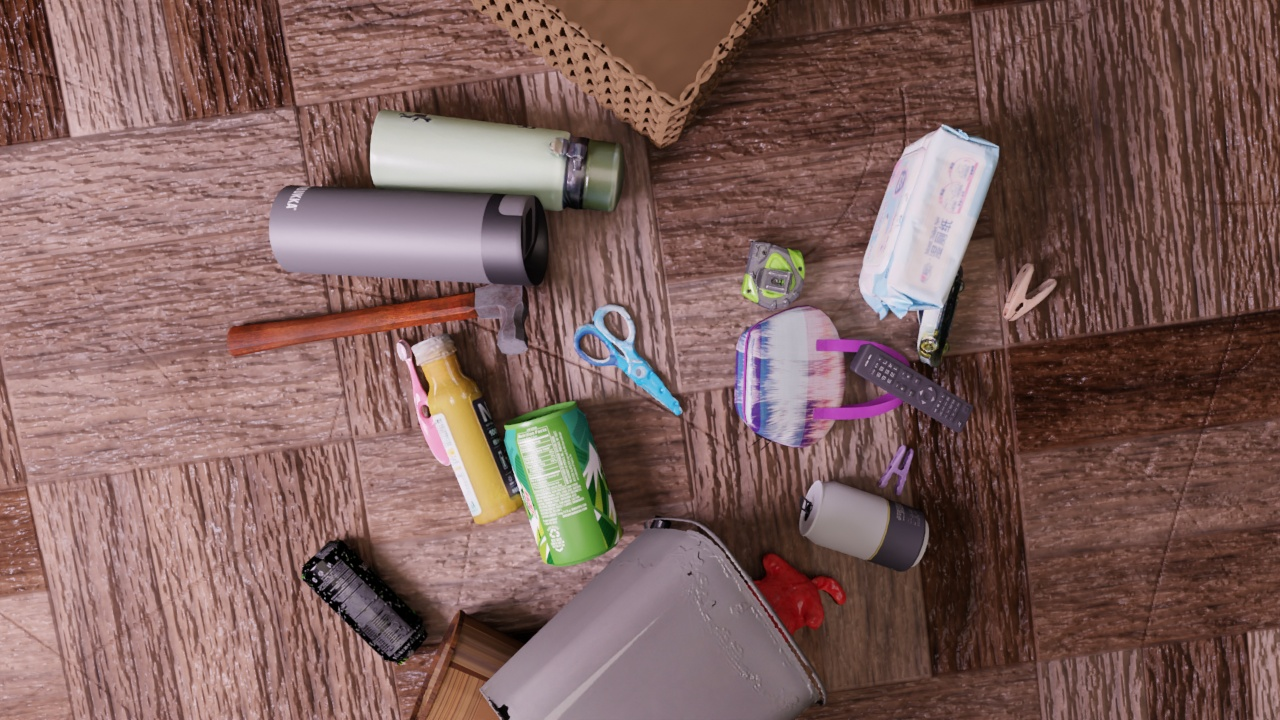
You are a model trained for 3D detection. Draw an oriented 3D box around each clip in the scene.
[{"bbox_3d":[0.388,-0.065,0.914,0.039,0.024,0.060,19,104,0],"label":"clip"},{"bbox_3d":[0.266,0.115,0.934,0.041,0.014,0.052,45,95,-4],"label":"clip"}]

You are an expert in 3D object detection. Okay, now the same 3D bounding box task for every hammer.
[{"bbox_3d":[-0.255,-0.040,0.885,0.301,0.028,0.111,-8,58,7],"label":"hammer"}]

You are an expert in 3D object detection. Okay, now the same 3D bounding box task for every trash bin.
[{"bbox_3d":[-0.001,0.282,0.799,0.219,0.198,0.197,-36,93,-20],"label":"trash bin"}]

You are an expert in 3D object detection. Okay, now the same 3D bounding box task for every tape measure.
[{"bbox_3d":[0.131,-0.082,0.901,0.058,0.036,0.065,8,95,-2],"label":"tape measure"}]

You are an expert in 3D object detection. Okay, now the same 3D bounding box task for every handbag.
[{"bbox_3d":[0.183,0.019,0.904,0.170,0.068,0.144,1,95,-8],"label":"handbag"}]

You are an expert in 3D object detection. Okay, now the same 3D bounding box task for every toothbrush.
[{"bbox_3d":[-0.217,0.043,0.918,0.021,0.016,0.135,-19,95,5],"label":"toothbrush"}]

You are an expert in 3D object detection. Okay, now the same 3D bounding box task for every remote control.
[{"bbox_3d":[0.263,0.027,0.889,0.136,0.015,0.032,29,87,-17],"label":"remote control"}]

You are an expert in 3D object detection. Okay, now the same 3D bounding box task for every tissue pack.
[{"bbox_3d":[0.261,-0.125,0.861,0.070,0.112,0.182,19,95,-4],"label":"tissue pack"}]

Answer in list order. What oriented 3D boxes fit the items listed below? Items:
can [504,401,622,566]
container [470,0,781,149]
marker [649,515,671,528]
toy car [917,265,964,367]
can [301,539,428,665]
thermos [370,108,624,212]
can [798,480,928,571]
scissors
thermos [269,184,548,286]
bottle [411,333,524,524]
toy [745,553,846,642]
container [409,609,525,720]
[{"bbox_3d":[-0.076,0.119,0.893,0.083,0.083,0.144,-17,95,1],"label":"can"},{"bbox_3d":[-0.007,-0.354,0.784,0.251,0.214,0.219,37,94,-4],"label":"container"},{"bbox_3d":[-0.007,0.227,0.936,0.019,0.019,0.145,25,95,-3],"label":"marker"},{"bbox_3d":[0.291,-0.047,0.903,0.033,0.048,0.105,14,94,31],"label":"toy car"},{"bbox_3d":[-0.275,0.241,0.916,0.054,0.054,0.137,-43,95,3],"label":"can"},{"bbox_3d":[-0.130,-0.187,0.865,0.231,0.082,0.082,7,95,-1],"label":"thermos"},{"bbox_3d":[0.215,0.162,0.911,0.127,0.064,0.064,19,95,-2],"label":"can"},{"bbox_3d":[-0.006,0.005,0.921,0.066,0.015,0.135,-44,97,3],"label":"scissors"},{"bbox_3d":[-0.210,-0.116,0.849,0.240,0.082,0.082,4,95,9],"label":"thermos"},{"bbox_3d":[-0.171,0.065,0.901,0.053,0.053,0.186,-22,92,1],"label":"bottle"},{"bbox_3d":[0.140,0.251,0.931,0.132,0.094,0.088,-15,53,-22],"label":"toy"},{"bbox_3d":[-0.126,0.338,0.896,0.167,0.132,0.132,24,94,-9],"label":"container"}]
